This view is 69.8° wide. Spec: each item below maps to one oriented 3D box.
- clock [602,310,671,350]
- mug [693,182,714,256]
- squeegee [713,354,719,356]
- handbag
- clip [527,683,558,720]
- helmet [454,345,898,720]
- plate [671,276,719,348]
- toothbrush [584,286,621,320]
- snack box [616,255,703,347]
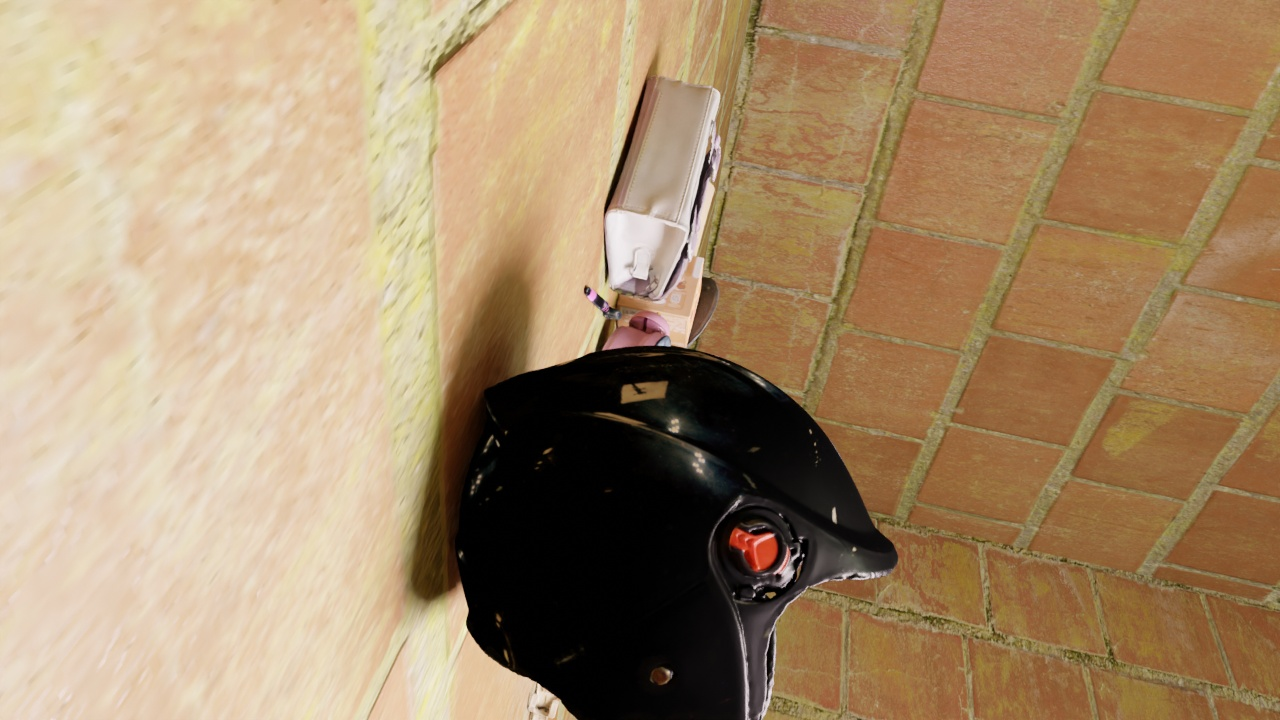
[{"bbox_3d":[-0.006,0.006,1.083,0.158,0.060,0.117,-49,157,-51],"label":"clock"},{"bbox_3d":[0.037,-0.185,1.220,0.125,0.084,0.103,-7,-113,67],"label":"mug"},{"bbox_3d":[0.004,0.032,1.261,0.248,0.040,0.249,-58,-155,21],"label":"squeegee"},{"bbox_3d":[0.026,-0.181,0.985,0.145,0.098,0.196,104,1,-60],"label":"handbag"},{"bbox_3d":[-0.116,0.419,1.143,0.103,0.035,0.092,102,4,-55],"label":"clip"},{"bbox_3d":[0.016,0.101,0.585,0.233,0.274,0.230,-175,-110,-85],"label":"helmet"},{"bbox_3d":[0.034,-0.053,1.264,0.180,0.024,0.179,-38,-156,20],"label":"plate"},{"bbox_3d":[-0.039,-0.059,0.966,0.189,0.018,0.014,38,66,-83],"label":"toothbrush"},{"bbox_3d":[0.025,-0.082,1.171,0.077,0.093,0.094,89,14,-62],"label":"snack box"}]
